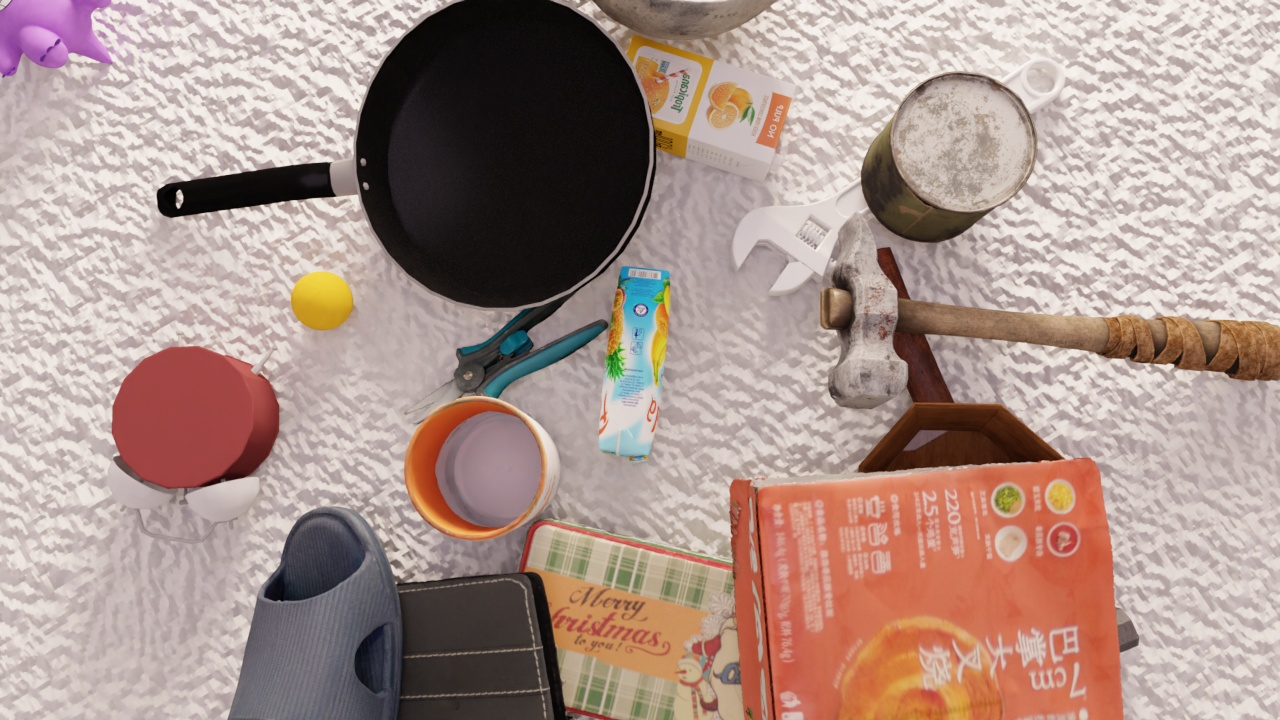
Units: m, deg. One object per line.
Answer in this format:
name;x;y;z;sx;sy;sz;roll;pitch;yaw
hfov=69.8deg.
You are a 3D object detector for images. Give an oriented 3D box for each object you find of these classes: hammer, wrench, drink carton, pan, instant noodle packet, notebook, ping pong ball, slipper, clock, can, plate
hammer;0.211;0.065;0.608;0.111;0.028;0.300;-22;83;-3
wrench;0.182;-0.132;0.638;0.273;0.018;0.066;-33;83;-4
drink carton;0.044;-0.171;0.632;0.122;0.040;0.058;18;83;3
pan;-0.162;-0.128;0.621;0.356;0.044;0.204;-5;92;13
instant noodle packet;0.170;0.143;0.527;0.221;0.084;0.164;-4;86;-4
drink carton;-0.004;0.003;0.611;0.038;0.044;0.128;7;81;2
notebook;-0.110;0.238;0.560;0.170;0.029;0.209;-12;86;27
ping pong ball;-0.215;-0.040;0.620;0.040;0.040;0.040;0;83;1
slipper;-0.204;0.223;0.553;0.101;0.082;0.263;-6;86;32
clock;-0.294;0.050;0.605;0.096;0.048;0.137;9;83;2
can;0.195;-0.128;0.592;0.090;0.074;0.090;0;83;0
hammer;0.271;-0.020;0.594;0.318;0.049;0.121;5;75;-7
plate;0.196;0.088;0.569;0.131;0.025;0.131;0;90;4

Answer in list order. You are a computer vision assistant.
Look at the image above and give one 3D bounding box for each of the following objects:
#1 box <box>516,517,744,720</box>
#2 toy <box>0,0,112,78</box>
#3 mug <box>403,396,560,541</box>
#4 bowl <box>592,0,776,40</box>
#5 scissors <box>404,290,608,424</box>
box;0.017;0.177;0.587;0.205;0.050;0.117;14;82;3
toy;-0.417;-0.239;0.640;0.088;0.056;0.106;23;74;7
mug;-0.093;0.068;0.572;0.082;0.105;0.082;0;83;1
bowl;0.026;-0.279;0.622;0.178;0.081;0.178;1;66;-2
scissors;-0.090;-0.006;0.623;0.126;0.019;0.144;12;70;18
